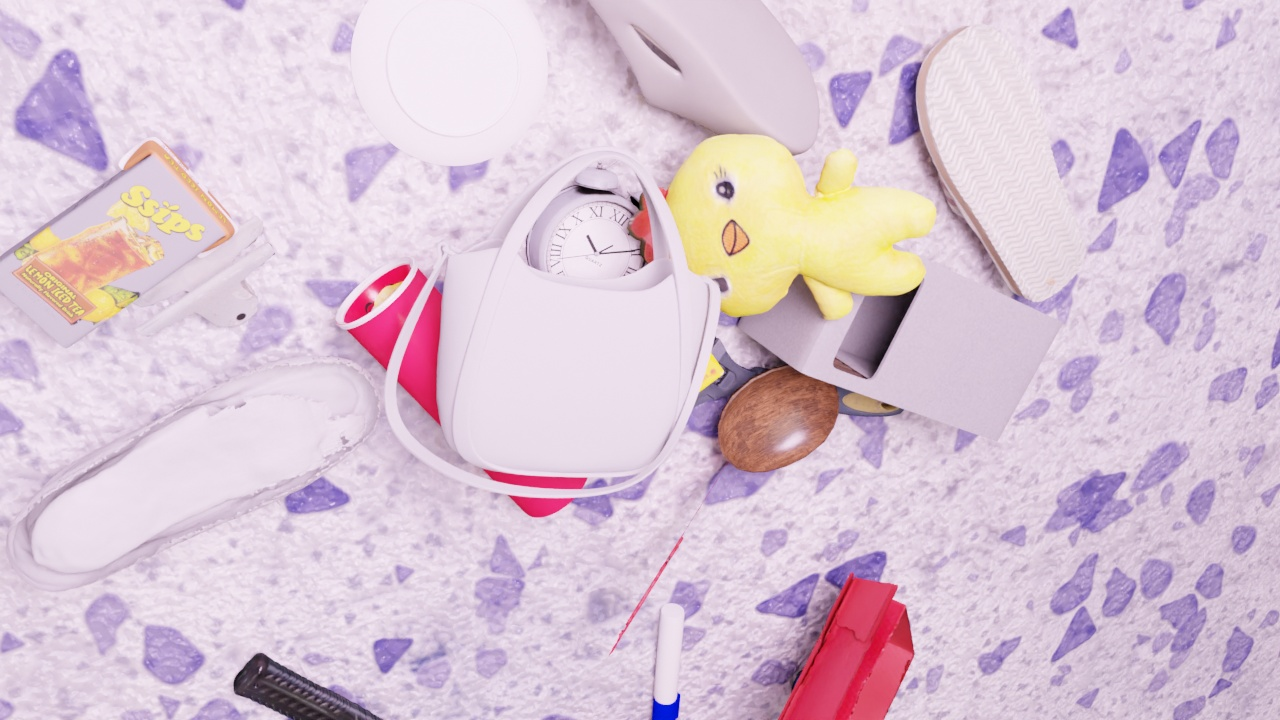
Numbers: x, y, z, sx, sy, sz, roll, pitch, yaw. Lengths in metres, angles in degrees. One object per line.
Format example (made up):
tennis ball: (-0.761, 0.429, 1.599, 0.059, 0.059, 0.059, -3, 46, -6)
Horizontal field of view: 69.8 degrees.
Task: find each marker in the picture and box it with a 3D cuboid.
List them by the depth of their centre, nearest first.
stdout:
marker: (0.028, 0.298, 0.893, 0.027, 0.023, 0.133, -16, 119, -40)

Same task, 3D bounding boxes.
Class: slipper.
slipper: (-0.297, 0.071, 0.633, 0.246, 0.074, 0.112, -29, 126, -21)
slipper: (0.019, -0.230, 0.639, 0.265, 0.081, 0.112, 30, 55, -37)
slipper: (0.312, -0.167, 0.798, 0.115, 0.052, 0.263, -39, 117, -5)

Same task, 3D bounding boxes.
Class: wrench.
wrench: (0.127, 0.025, 0.819, 0.273, 0.022, 0.073, 8, 108, -24)

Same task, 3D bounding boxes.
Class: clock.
clock: (-0.031, -0.094, 0.696, 0.094, 0.035, 0.123, 26, 101, -29)

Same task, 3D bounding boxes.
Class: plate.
plate: (-0.127, -0.200, 0.626, 0.134, 0.011, 0.135, -8, 114, -19)

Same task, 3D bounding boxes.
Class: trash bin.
trash bin: (0.219, -0.031, 0.779, 0.228, 0.114, 0.114, 18, 104, -28)

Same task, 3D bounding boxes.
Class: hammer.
hammer: (-0.213, 0.341, 0.809, 0.130, 0.032, 0.318, -46, 120, 2)

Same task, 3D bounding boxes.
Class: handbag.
handbag: (-0.048, -0.030, 0.606, 0.215, 0.095, 0.223, 4, 108, -23)

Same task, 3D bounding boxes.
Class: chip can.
chip can: (-0.126, 0.026, 0.689, 0.069, 0.069, 0.220, -39, 121, -3)

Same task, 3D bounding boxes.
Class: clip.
clip: (-0.287, -0.050, 0.617, 0.102, 0.052, 0.058, -34, 91, -5)

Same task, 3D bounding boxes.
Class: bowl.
bowl: (0.115, 0.045, 0.795, 0.114, 0.026, 0.102, -20, 121, -10)

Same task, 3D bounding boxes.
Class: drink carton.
drink carton: (-0.328, -0.074, 0.574, 0.125, 0.048, 0.076, -37, 120, -4)

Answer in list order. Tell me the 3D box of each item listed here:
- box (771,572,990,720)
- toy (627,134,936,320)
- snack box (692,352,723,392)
box: (0.219, 0.335, 0.849, 0.213, 0.153, 0.165, -56, 147, -25)
toy: (0.100, -0.094, 0.657, 0.092, 0.208, 0.134, -44, 141, -54)
snack box: (-0.004, 0.004, 0.725, 0.105, 0.061, 0.083, -37, 106, -4)
